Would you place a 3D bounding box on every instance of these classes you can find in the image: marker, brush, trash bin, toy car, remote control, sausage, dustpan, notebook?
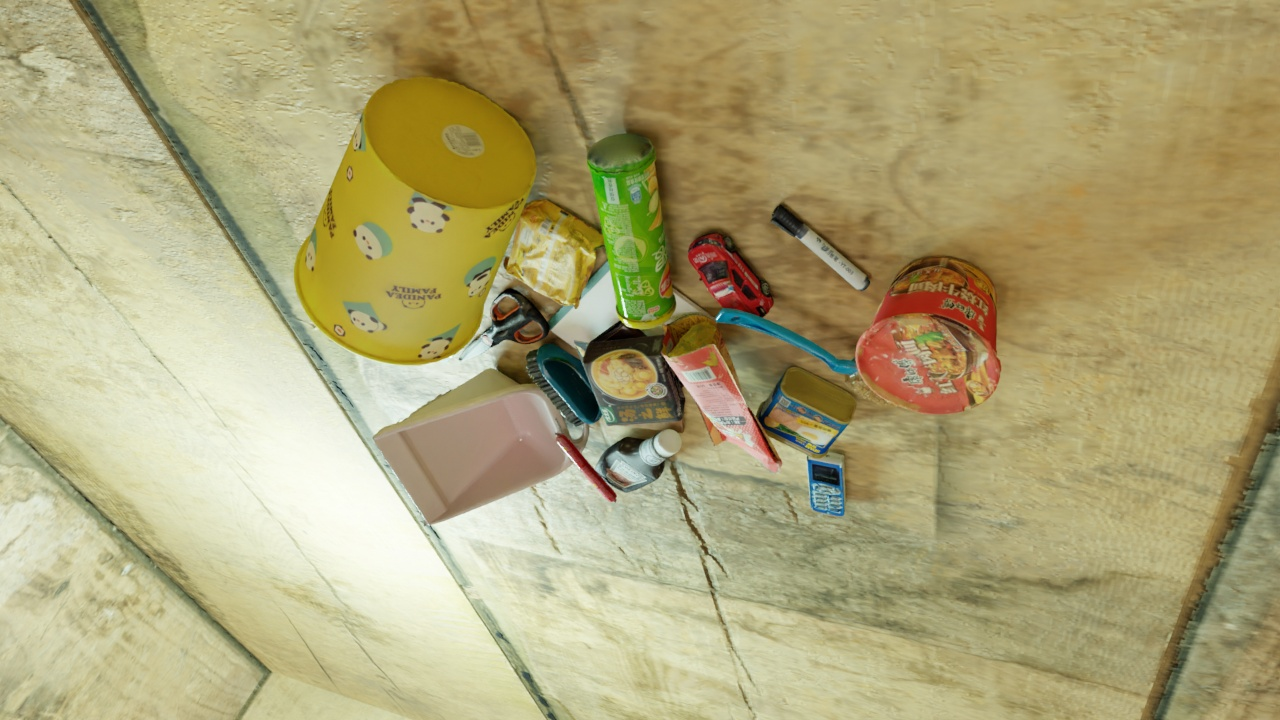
[{"bbox_3d":[0.189,-0.116,0.963,0.130,0.022,0.018,38,-175,-12],"label":"marker"},{"bbox_3d":[-0.095,0.032,1.278,0.074,0.055,0.144,-17,125,33],"label":"brush"},{"bbox_3d":[-0.246,-0.157,1.024,0.229,0.228,0.256,32,137,-7],"label":"trash bin"},{"bbox_3d":[0.100,-0.090,1.028,0.053,0.045,0.120,-21,120,42],"label":"toy car"},{"bbox_3d":[0.255,0.167,1.251,0.049,0.024,0.125,9,140,22],"label":"remote control"},{"bbox_3d":[0.205,-0.009,1.032,0.254,0.045,0.083,22,152,-7],"label":"brush"},{"bbox_3d":[-0.082,0.162,1.382,0.020,0.020,0.156,-16,122,42],"label":"sausage"},{"bbox_3d":[-0.219,0.132,1.351,0.139,0.272,0.223,32,154,38],"label":"dustpan"},{"bbox_3d":[-0.019,-0.047,1.174,0.150,0.012,0.210,36,142,-12],"label":"notebook"}]

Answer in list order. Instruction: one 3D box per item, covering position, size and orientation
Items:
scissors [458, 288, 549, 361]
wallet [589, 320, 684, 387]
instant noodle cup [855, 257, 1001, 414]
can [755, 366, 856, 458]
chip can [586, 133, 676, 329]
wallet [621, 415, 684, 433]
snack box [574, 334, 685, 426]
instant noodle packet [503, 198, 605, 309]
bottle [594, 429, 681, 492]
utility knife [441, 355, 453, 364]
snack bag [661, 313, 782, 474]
[{"bbox_3d":[-0.198,-0.023,1.296,0.125,0.021,0.236,36,142,2],"label":"scissors"},{"bbox_3d":[-0.007,0.007,1.192,0.122,0.020,0.097,43,130,-17],"label":"wallet"},{"bbox_3d":[0.296,-0.029,0.928,0.138,0.108,0.138,16,141,13],"label":"instant noodle cup"},{"bbox_3d":[0.205,0.064,1.136,0.102,0.057,0.083,26,141,1],"label":"can"},{"bbox_3d":[-0.007,-0.139,1.002,0.073,0.072,0.222,10,137,21],"label":"chip can"},{"bbox_3d":[0.008,0.057,1.261,0.101,0.020,0.115,5,141,12],"label":"wallet"},{"bbox_3d":[-0.016,0.026,1.170,0.126,0.053,0.113,-6,129,17],"label":"snack box"},{"bbox_3d":[-0.103,-0.130,1.103,0.111,0.044,0.129,29,141,-1],"label":"instant noodle packet"},{"bbox_3d":[0.001,0.143,1.341,0.080,0.043,0.195,36,148,-10],"label":"bottle"},{"bbox_3d":[-0.269,-0.037,1.334,0.029,0.013,0.172,33,142,-5],"label":"utility knife"},{"bbox_3d":[0.097,0.046,1.126,0.129,0.073,0.208,21,147,53],"label":"snack bag"}]
